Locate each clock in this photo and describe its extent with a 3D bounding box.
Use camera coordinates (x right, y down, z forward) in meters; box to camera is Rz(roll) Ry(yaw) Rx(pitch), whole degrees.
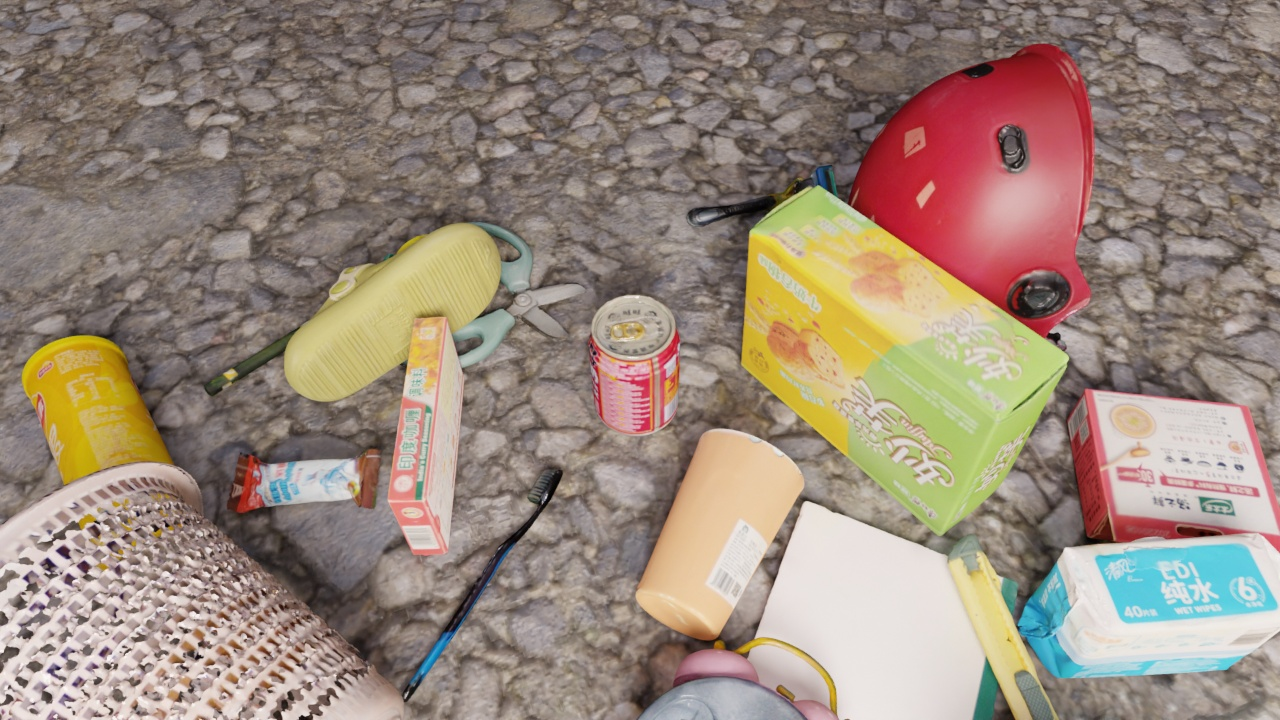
[{"bbox_3d":[0.055,0.227,0.511,0.117,0.060,0.158,25,60,19],"label":"clock"}]

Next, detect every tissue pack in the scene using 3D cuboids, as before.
[{"bbox_3d":[0.312,0.149,0.558,0.140,0.090,0.063,-4,52,0],"label":"tissue pack"}]

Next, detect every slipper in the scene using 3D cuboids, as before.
[{"bbox_3d":[-0.199,-0.049,0.712,0.190,0.092,0.081,-39,59,-20],"label":"slipper"}]

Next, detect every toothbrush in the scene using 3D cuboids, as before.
[{"bbox_3d":[-0.280,-0.028,0.767,0.185,0.012,0.017,-38,54,-24],"label":"toothbrush"},{"bbox_3d":[-0.106,0.146,0.624,0.016,0.014,0.189,22,57,19],"label":"toothbrush"}]

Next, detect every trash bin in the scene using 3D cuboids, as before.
[{"bbox_3d":[-0.244,0.196,0.482,0.192,0.228,0.226,29,57,7],"label":"trash bin"}]

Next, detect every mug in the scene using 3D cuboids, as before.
[{"bbox_3d":[0.050,0.116,0.606,0.078,0.078,0.122,21,60,17],"label":"mug"}]

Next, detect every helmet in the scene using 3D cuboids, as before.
[{"bbox_3d":[0.225,-0.104,0.670,0.144,0.240,0.206,-9,55,4],"label":"helmet"}]

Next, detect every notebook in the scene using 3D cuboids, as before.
[{"bbox_3d":[0.142,0.201,0.572,0.150,0.012,0.208,19,56,14],"label":"notebook"}]

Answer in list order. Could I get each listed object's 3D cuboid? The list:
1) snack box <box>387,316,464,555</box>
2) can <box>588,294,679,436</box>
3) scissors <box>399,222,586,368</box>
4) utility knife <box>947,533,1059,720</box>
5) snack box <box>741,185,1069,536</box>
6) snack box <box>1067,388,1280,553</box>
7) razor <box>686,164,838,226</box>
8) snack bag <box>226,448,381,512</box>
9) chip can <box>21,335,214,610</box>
[{"bbox_3d":[-0.150,0.052,0.659,0.027,0.077,0.155,-3,52,0],"label":"snack box"},{"bbox_3d":[-0.004,0.004,0.679,0.066,0.094,0.066,-1,52,1],"label":"can"},{"bbox_3d":[-0.143,-0.048,0.774,0.178,0.019,0.170,-35,60,-24],"label":"scissors"},{"bbox_3d":[0.238,0.206,0.559,0.031,0.022,0.213,-13,64,-7],"label":"utility knife"},{"bbox_3d":[0.165,0.000,0.636,0.070,0.158,0.210,-34,59,-21],"label":"snack box"},{"bbox_3d":[0.367,0.086,0.633,0.113,0.044,0.126,7,51,6],"label":"snack box"},{"bbox_3d":[0.110,-0.142,0.836,0.142,0.022,0.042,-14,91,-7],"label":"razor"},{"bbox_3d":[-0.243,0.087,0.667,0.104,0.026,0.048,-1,64,2],"label":"snack bag"},{"bbox_3d":[-0.374,0.073,0.654,0.072,0.072,0.213,-31,57,-20],"label":"chip can"}]
